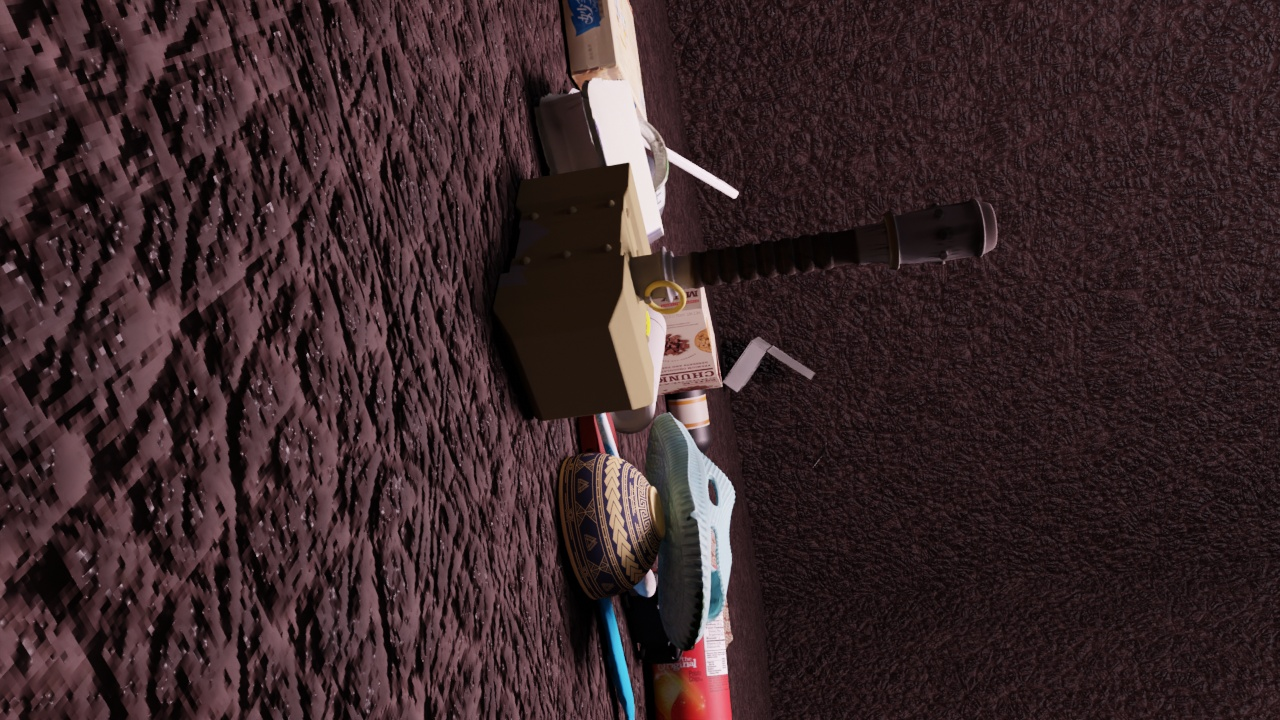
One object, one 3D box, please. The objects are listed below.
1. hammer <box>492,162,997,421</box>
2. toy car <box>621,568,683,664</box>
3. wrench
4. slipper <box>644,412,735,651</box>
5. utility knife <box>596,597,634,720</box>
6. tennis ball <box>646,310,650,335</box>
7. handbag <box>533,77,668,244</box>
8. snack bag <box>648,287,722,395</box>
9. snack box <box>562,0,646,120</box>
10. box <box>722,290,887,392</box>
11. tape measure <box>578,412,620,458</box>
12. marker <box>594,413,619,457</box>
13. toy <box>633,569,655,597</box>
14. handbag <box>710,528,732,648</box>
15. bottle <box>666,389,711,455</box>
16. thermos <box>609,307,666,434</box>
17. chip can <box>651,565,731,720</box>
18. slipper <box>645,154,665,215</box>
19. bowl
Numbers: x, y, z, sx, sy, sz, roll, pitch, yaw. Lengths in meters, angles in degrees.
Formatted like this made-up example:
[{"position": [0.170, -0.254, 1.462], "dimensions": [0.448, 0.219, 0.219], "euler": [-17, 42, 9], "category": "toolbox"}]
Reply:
[{"position": [0.077, -0.070, 0.642], "dimensions": [0.189, 0.325, 0.101], "euler": [-88, 167, -48], "category": "hammer"}, {"position": [0.012, 0.245, 0.880], "dimensions": [0.034, 0.046, 0.112], "euler": [-72, 152, -59], "category": "toy car"}, {"position": [0.022, -0.227, 0.991], "dimensions": [0.273, 0.018, 0.066], "euler": [18, 21, -47], "category": "wrench"}, {"position": [0.046, 0.131, 0.783], "dimensions": [0.275, 0.069, 0.116], "euler": [-101, -165, -67], "category": "slipper"}, {"position": [-0.018, 0.259, 0.766], "dimensions": [0.031, 0.015, 0.207], "euler": [-56, 134, -76], "category": "utility knife"}, {"position": [-0.024, -0.032, 0.822], "dimensions": [0.065, 0.065, 0.065], "euler": [-7, 89, -82], "category": "tennis ball"}, {"position": [-0.025, -0.178, 0.844], "dimensions": [0.175, 0.074, 0.151], "euler": [-38, 116, -59], "category": "handbag"}, {"position": [0.046, -0.020, 1.188], "dimensions": [0.206, 0.094, 0.069], "euler": [72, 13, -51], "category": "snack bag"}, {"position": [-0.041, -0.366, 1.047], "dimensions": [0.207, 0.055, 0.153], "euler": [15, 67, -81], "category": "snack box"}, {"position": [0.504, -0.057, 2.816], "dimensions": [0.166, 0.529, 0.234], "euler": [-25, 105, -73], "category": "box"}, {"position": [-0.037, 0.065, 0.799], "dimensions": [0.059, 0.019, 0.051], "euler": [42, 38, -64], "category": "tape measure"}, {"position": [-0.038, 0.032, 0.769], "dimensions": [0.013, 0.013, 0.142], "euler": [-2, 75, -82], "category": "marker"}, {"position": [-0.009, 0.158, 0.848], "dimensions": [0.125, 0.037, 0.076], "euler": [-92, 168, -64], "category": "toy"}, {"position": [0.098, 0.355, 1.374], "dimensions": [0.124, 0.047, 0.186], "euler": [-20, 102, -73], "category": "handbag"}, {"position": [0.078, 0.113, 1.404], "dimensions": [0.059, 0.059, 0.181], "euler": [-35, 117, -80], "category": "bottle"}, {"position": [-0.004, 0.002, 0.968], "dimensions": [0.223, 0.052, 0.052], "euler": [-78, 159, -65], "category": "thermos"}, {"position": [0.051, 0.322, 0.939], "dimensions": [0.087, 0.087, 0.213], "euler": [57, 27, -71], "category": "chip can"}, {"position": [-0.012, -0.174, 0.988], "dimensions": [0.267, 0.083, 0.111], "euler": [-88, 169, -55], "category": "slipper"}, {"position": [-0.015, 0.123, 0.712], "dimensions": [0.112, 0.061, 0.112], "euler": [-13, 89, -80], "category": "bowl"}]
